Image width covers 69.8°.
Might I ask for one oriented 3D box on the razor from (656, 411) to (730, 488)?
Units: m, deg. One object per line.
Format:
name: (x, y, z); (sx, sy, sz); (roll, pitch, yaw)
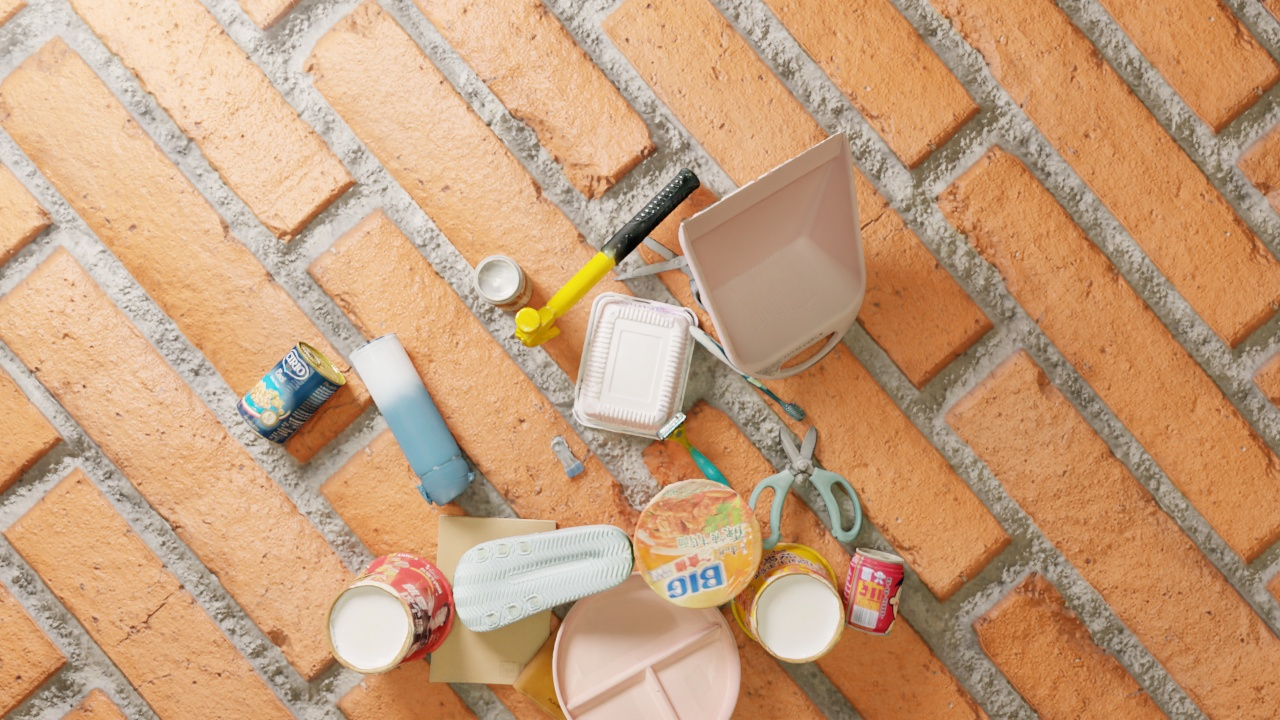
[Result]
razor: (0.073, 0.121, 1.148); (0.043, 0.028, 0.132); (-44, 113, -7)

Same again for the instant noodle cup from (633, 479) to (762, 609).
instant noodle cup: (0.065, 0.213, 1.116); (0.151, 0.111, 0.151); (0, 89, -1)

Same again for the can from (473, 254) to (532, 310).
can: (-0.165, -0.092, 1.113); (0.058, 0.116, 0.058); (0, 89, 0)

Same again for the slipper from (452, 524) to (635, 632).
slipper: (-0.119, 0.257, 1.123); (0.246, 0.074, 0.104); (-18, 82, 14)

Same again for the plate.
plate: (0.007, 0.370, 1.109); (0.229, 0.028, 0.229); (5, 60, -8)

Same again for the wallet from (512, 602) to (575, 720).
wallet: (-0.074, 0.391, 1.152); (0.119, 0.035, 0.130); (37, 87, 2)

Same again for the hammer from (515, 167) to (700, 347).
hammer: (-0.040, -0.126, 1.124); (0.033, 0.129, 0.300); (44, 81, 4)

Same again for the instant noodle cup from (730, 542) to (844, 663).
instant noodle cup: (0.183, 0.299, 1.119); (0.138, 0.110, 0.138); (0, 90, 1)

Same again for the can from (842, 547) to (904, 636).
can: (0.289, 0.286, 1.141); (0.066, 0.066, 0.094); (12, 89, -1)

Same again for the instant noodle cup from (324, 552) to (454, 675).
instant noodle cup: (-0.305, 0.310, 1.107); (0.138, 0.108, 0.138); (0, 88, 6)

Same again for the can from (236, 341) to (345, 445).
can: (-0.432, 0.041, 1.131); (0.111, 0.075, 0.075); (-45, 90, 0)

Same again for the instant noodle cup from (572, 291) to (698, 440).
instant noodle cup: (-0.007, 0.007, 1.144); (0.138, 0.060, 0.173); (11, 88, 0)

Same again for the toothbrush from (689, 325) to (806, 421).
toothbrush: (0.135, 0.016, 1.149); (0.191, 0.018, 0.016); (39, 59, -11)

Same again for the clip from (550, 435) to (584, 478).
clip: (-0.094, 0.122, 1.162); (0.024, 0.027, 0.056); (-30, 100, 1)

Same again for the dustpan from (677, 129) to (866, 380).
dustpan: (0.177, -0.099, 1.069); (0.222, 0.274, 0.138); (-32, 69, -7)

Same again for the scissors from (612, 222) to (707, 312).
scissors: (0.053, -0.128, 1.167); (0.181, 0.014, 0.159); (44, 90, 1)

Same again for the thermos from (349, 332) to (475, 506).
thermos: (-0.281, 0.075, 1.137); (0.070, 0.070, 0.220); (-28, 90, -1)

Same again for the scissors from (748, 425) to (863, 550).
scissors: (0.217, 0.173, 1.156); (0.181, 0.019, 0.170); (26, 76, -7)

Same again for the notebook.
notebook: (-0.187, 0.306, 1.164); (0.149, 0.012, 0.211); (3, 90, -2)
